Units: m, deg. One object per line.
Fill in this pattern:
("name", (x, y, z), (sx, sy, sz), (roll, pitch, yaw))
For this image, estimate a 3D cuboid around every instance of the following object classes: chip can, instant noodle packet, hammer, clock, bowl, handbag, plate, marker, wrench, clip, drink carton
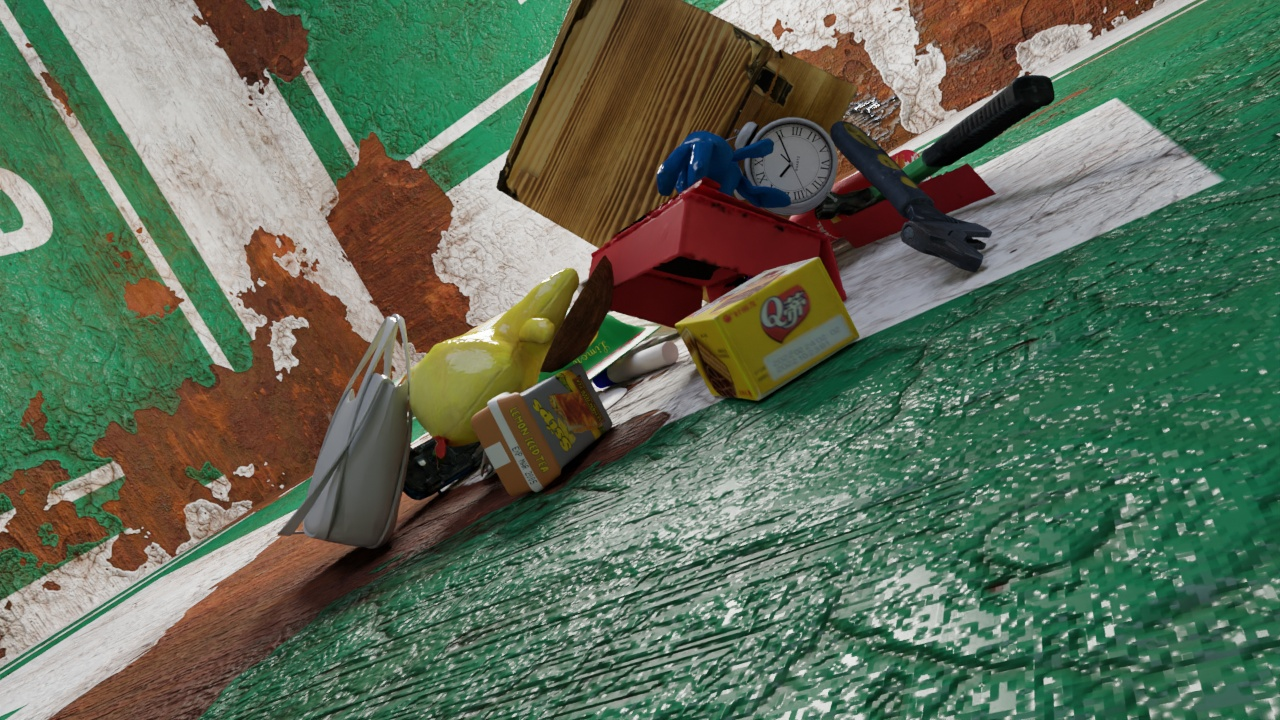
("chip can", (0.257, -0.192, 1.158), (0.069, 0.069, 0.221), (-34, 8, -37))
("instant noodle packet", (-0.132, -0.003, 1.012), (0.253, 0.090, 0.195), (2, 26, 34))
("hammer", (0.277, -0.189, 0.856), (0.130, 0.032, 0.319), (-4, -6, -10))
("clock", (0.139, -0.197, 0.923), (0.123, 0.094, 0.035), (8, 1, 6))
("bowl", (-0.046, -0.034, 0.778), (0.114, 0.026, 0.102), (-62, 2, -29))
("handbag", (-0.268, 0.062, 0.873), (0.095, 0.222, 0.216), (15, -15, -23))
("plate", (-0.075, 0.058, 0.930), (0.134, 0.011, 0.134), (-29, 6, 3))
("marker", (-0.006, 0.006, 0.984), (0.027, 0.023, 0.133), (-8, -8, -36))
("wrench", (0.197, -0.132, 0.703), (0.073, 0.022, 0.273), (8, 31, -15))
("clip", (-0.133, 0.083, 0.868), (0.052, 0.058, 0.102), (-12, 19, 14))
("drink carton", (-0.074, 0.051, 0.723), (0.049, 0.076, 0.124), (-27, 3, 21))

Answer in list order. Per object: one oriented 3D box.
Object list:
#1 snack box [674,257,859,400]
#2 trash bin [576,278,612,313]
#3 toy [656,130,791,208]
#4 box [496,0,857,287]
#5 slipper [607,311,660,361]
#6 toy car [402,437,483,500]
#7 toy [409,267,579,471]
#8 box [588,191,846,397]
("snack box", (0.082, -0.020, 0.625), (0.083, 0.061, 0.106), (-31, 6, -10))
("trash bin", (0.024, -0.123, 1.438), (0.114, 0.114, 0.229), (-34, 8, -38))
("toy", (0.062, -0.171, 0.843), (0.113, 0.071, 0.176), (1, 2, 27))
("box", (0.037, -0.254, 1.058), (0.280, 0.334, 0.285), (-62, -1, 16))
("slipper", (-0.015, -0.035, 1.222), (0.264, 0.052, 0.114), (-8, 17, 43))
("toy car", (-0.206, 0.107, 0.952), (0.044, 0.056, 0.120), (-52, -13, 33))
("toy", (-0.128, 0.000, 0.818), (0.207, 0.092, 0.134), (-44, 6, -12))
("box", (0.052, -0.039, 0.806), (0.214, 0.164, 0.153), (-14, 61, 65))
